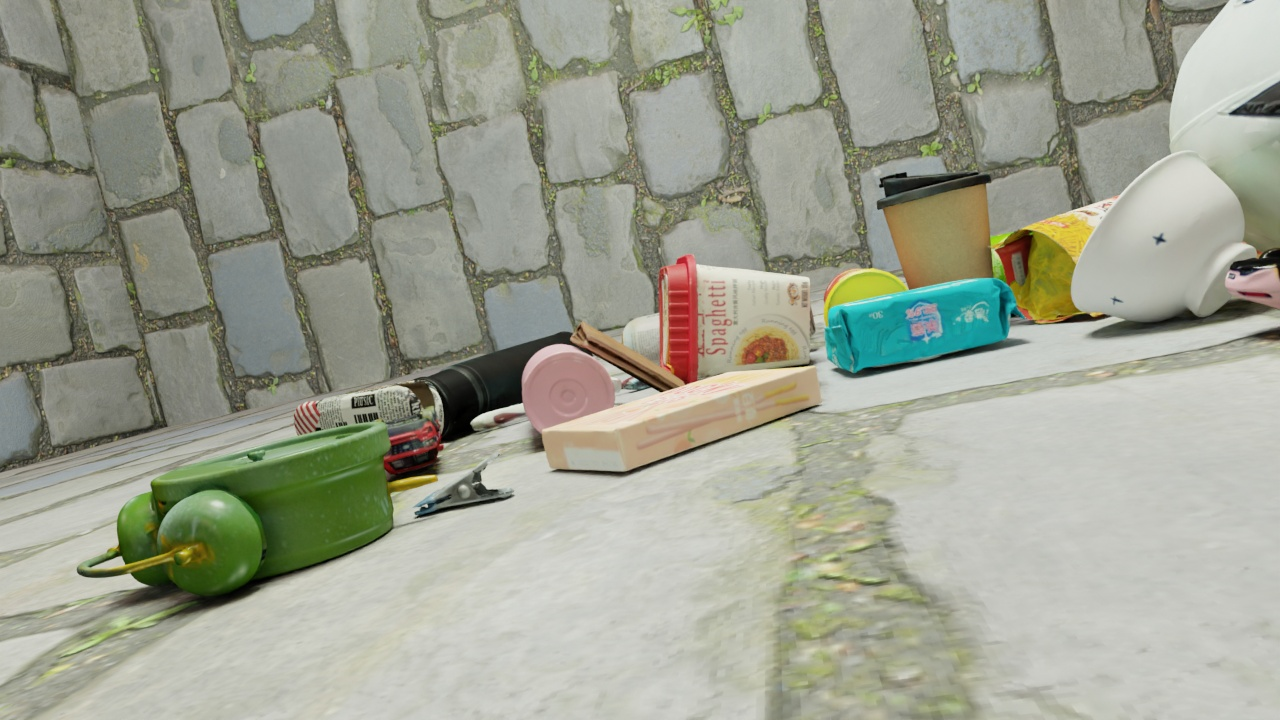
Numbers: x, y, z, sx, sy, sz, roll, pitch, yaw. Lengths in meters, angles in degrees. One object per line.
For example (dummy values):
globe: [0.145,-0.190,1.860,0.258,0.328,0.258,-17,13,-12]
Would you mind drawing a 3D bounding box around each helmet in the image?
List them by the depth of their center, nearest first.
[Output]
helmet: [0.447,-0.143,0.594,0.146,0.229,0.258,-51,-3,15]

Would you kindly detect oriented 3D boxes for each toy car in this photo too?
toy car: [0.364,-0.038,0.458,0.122,0.037,0.056,2,12,21]
toy car: [-0.171,0.060,0.676,0.053,0.045,0.120,-16,-1,-10]

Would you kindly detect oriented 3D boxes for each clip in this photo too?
clip: [-0.099,0.070,0.505,0.056,0.027,0.024,-22,1,12]

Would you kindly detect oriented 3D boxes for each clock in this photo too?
clock: [-0.196,0.076,0.465,0.116,0.056,0.160,-9,5,43]

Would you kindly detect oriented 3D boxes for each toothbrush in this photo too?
toothbrush: [-0.069,0.039,0.863,0.187,0.016,0.017,-14,14,-25]

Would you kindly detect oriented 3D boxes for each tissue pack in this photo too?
tissue pack: [0.206,-0.028,0.683,0.133,0.050,0.093,-12,3,7]

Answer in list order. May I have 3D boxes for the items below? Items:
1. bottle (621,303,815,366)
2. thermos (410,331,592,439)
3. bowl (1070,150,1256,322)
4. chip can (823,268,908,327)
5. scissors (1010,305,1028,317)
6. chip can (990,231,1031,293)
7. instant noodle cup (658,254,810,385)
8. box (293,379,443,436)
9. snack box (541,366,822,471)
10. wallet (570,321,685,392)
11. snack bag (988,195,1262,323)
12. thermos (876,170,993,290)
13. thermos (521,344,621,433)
bottle: [0.078,-0.026,0.918,0.190,0.068,0.068,-12,4,15]
thermos: [-0.145,0.027,0.928,0.090,0.068,0.241,-36,-8,30]
bowl: [0.341,-0.064,0.579,0.118,0.118,0.064,-15,44,-29]
chip can: [0.204,-0.050,0.838,0.073,0.073,0.216,-12,4,13]
scissors: [0.328,-0.049,0.859,0.159,0.014,0.180,-13,3,-2]
chip can: [0.385,-0.096,0.912,0.072,0.072,0.222,-17,6,-44]
instant noodle cup: [0.082,-0.035,0.814,0.124,0.116,0.116,-2,4,-3]
box: [-0.243,0.059,0.794,0.164,0.076,0.073,-8,2,31]
snack box: [0.027,0.034,0.561,0.157,0.026,0.085,-16,5,-35]
wallet: [-0.004,0.004,0.709,0.101,0.020,0.115,29,1,-8]
snack bag: [0.394,-0.090,0.740,0.207,0.073,0.128,-18,42,-21]
thermos: [0.255,-0.093,0.773,0.093,0.143,0.093,-13,5,1]
thermos: [-0.052,0.022,0.735,0.087,0.067,0.198,7,1,-6]
